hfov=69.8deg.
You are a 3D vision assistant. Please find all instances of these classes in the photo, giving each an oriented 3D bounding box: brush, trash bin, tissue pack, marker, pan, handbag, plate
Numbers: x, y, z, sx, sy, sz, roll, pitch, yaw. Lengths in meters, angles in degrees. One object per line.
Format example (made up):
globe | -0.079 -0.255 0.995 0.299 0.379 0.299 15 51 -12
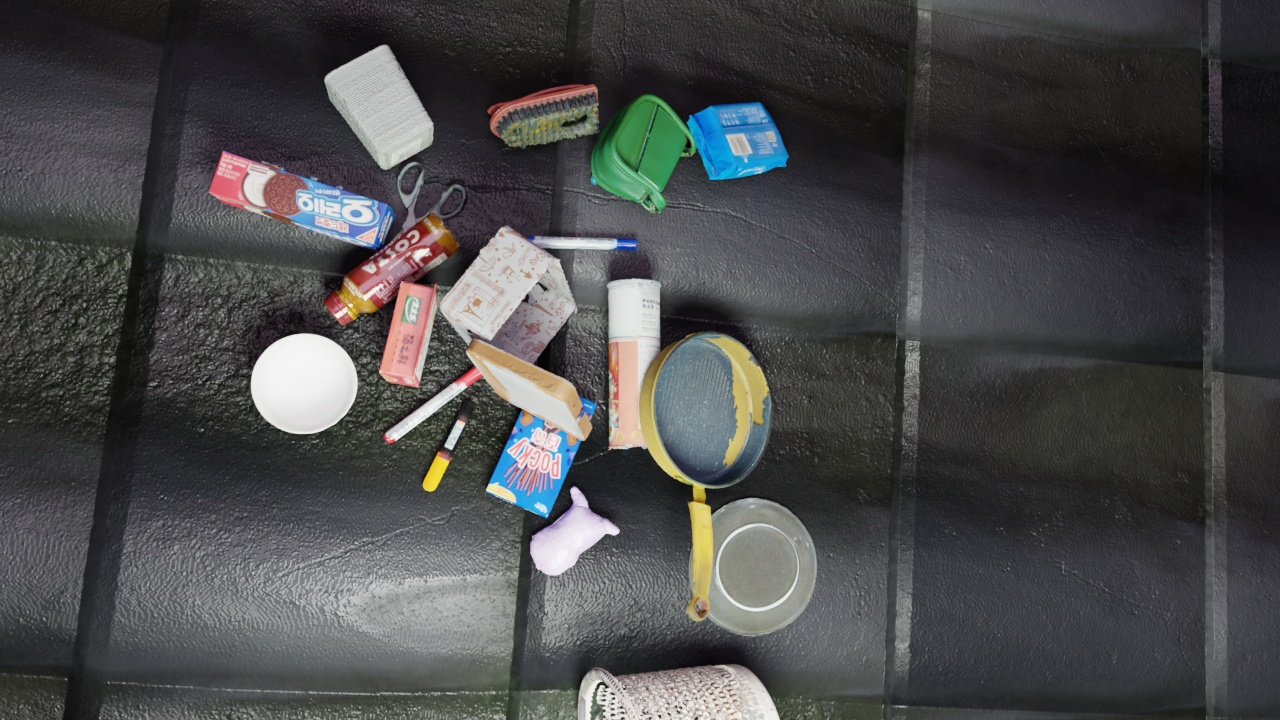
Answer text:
brush | -0.127 -0.324 1.206 0.145 0.063 0.069 -15 56 -11
trash bin | 0.054 0.455 1.081 0.191 0.228 0.227 -7 85 -25
tissue pack | 0.132 -0.295 1.237 0.156 0.052 0.095 -18 85 -41
marker | -0.240 0.107 1.153 0.018 0.015 0.123 26 77 -9
pan | 0.080 0.137 1.136 0.197 0.078 0.356 21 73 -32
handbag | 0.005 -0.273 1.213 0.120 0.068 0.131 36 63 -20
marker | -0.260 0.056 1.153 0.145 0.017 0.017 -38 92 -13
marker | -0.077 -0.155 1.214 0.145 0.017 0.017 0 83 -11
plate | 0.151 0.271 1.205 0.179 0.024 0.179 1 83 -11

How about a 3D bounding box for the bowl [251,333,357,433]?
bowl | -0.400 0.030 1.104 0.118 0.065 0.118 1 84 -11

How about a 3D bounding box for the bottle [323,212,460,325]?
bottle | -0.309 -0.110 1.136 0.174 0.057 0.057 -38 92 -9

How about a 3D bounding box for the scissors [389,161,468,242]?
scissors | -0.294 -0.175 1.178 0.159 0.014 0.170 -18 89 -10

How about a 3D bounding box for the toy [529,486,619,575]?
toy | -0.093 0.221 1.156 0.108 0.039 0.084 -42 75 -9

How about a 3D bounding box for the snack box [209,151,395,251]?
snack box | -0.412 -0.194 1.128 0.207 0.057 0.058 17 84 -7

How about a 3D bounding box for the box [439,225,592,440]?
box | -0.114 -0.024 1.083 0.193 0.183 0.156 32 78 12

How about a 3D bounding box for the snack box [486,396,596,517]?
snack box | -0.125 0.111 1.163 0.084 0.026 0.157 23 79 0

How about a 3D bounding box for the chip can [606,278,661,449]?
chip can | -0.007 0.007 1.181 0.071 0.071 0.214 0 83 -11

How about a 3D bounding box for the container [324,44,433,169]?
container | -0.321 -0.312 1.149 0.090 0.090 0.114 -34 93 -13

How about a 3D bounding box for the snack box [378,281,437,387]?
snack box | -0.278 -0.031 1.103 0.044 0.127 0.113 13 80 -10

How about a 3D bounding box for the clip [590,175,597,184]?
clip | -0.050 -0.263 1.231 0.015 0.049 0.056 29 73 -6
